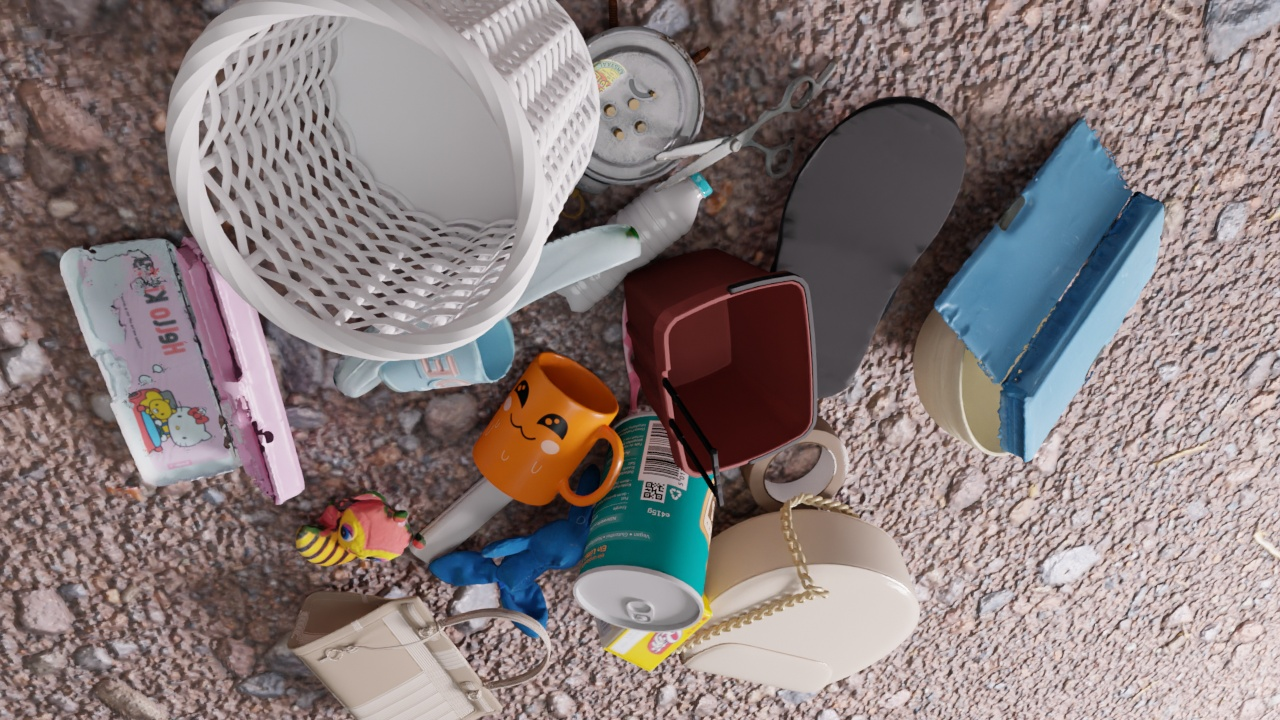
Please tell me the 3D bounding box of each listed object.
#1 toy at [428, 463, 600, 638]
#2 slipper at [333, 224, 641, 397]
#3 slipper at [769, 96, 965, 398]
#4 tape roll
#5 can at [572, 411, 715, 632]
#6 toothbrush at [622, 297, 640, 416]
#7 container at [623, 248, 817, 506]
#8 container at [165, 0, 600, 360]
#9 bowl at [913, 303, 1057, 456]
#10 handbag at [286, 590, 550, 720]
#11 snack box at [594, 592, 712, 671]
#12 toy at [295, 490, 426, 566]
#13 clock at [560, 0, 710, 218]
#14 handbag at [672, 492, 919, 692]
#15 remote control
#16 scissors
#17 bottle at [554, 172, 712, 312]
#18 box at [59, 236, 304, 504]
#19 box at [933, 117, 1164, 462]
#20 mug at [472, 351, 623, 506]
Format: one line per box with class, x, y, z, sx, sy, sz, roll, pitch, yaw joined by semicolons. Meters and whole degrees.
toy;-0.084;0.168;0.797;0.176;0.071;0.113;-39;116;6
slipper;-0.106;-0.023;0.638;0.246;0.104;0.074;-24;97;14
slipper;0.157;-0.090;0.704;0.109;0.083;0.266;16;133;3
tape roll;0.139;0.094;0.830;0.093;0.030;0.094;-6;120;-10
can;0.010;0.128;0.735;0.099;0.143;0.099;7;140;6
toothbrush;-0.004;0.004;0.753;0.021;0.016;0.135;-11;122;-18
container;0.066;0.012;0.658;0.127;0.201;0.148;-19;121;-15
container;-0.128;-0.125;0.522;0.189;0.186;0.190;4;120;6
bowl;0.280;-0.001;0.770;0.150;0.075;0.151;-8;103;-37
handbag;-0.174;0.264;0.812;0.198;0.062;0.176;-17;123;12
snack box;0.003;0.203;0.816;0.061;0.105;0.084;35;107;-31
toy;-0.232;0.144;0.763;0.103;0.046;0.084;-14;144;6
clock;-0.018;-0.164;0.631;0.104;0.056;0.148;23;110;-23
handbag;0.146;0.234;0.857;0.210;0.103;0.209;19;128;-22
remote control;-0.145;0.131;0.794;0.131;0.012;0.033;-41;120;12
scissors;0.075;-0.166;0.645;0.153;0.014;0.131;3;120;-48
bottle;-0.006;-0.091;0.682;0.136;0.044;0.044;-37;121;9
box;-0.322;0.015;0.650;0.101;0.111;0.202;-22;126;-30
box;0.335;-0.055;0.720;0.231;0.060;0.175;-49;122;-19
mug;-0.063;0.065;0.723;0.096;0.112;0.077;-54;160;18
